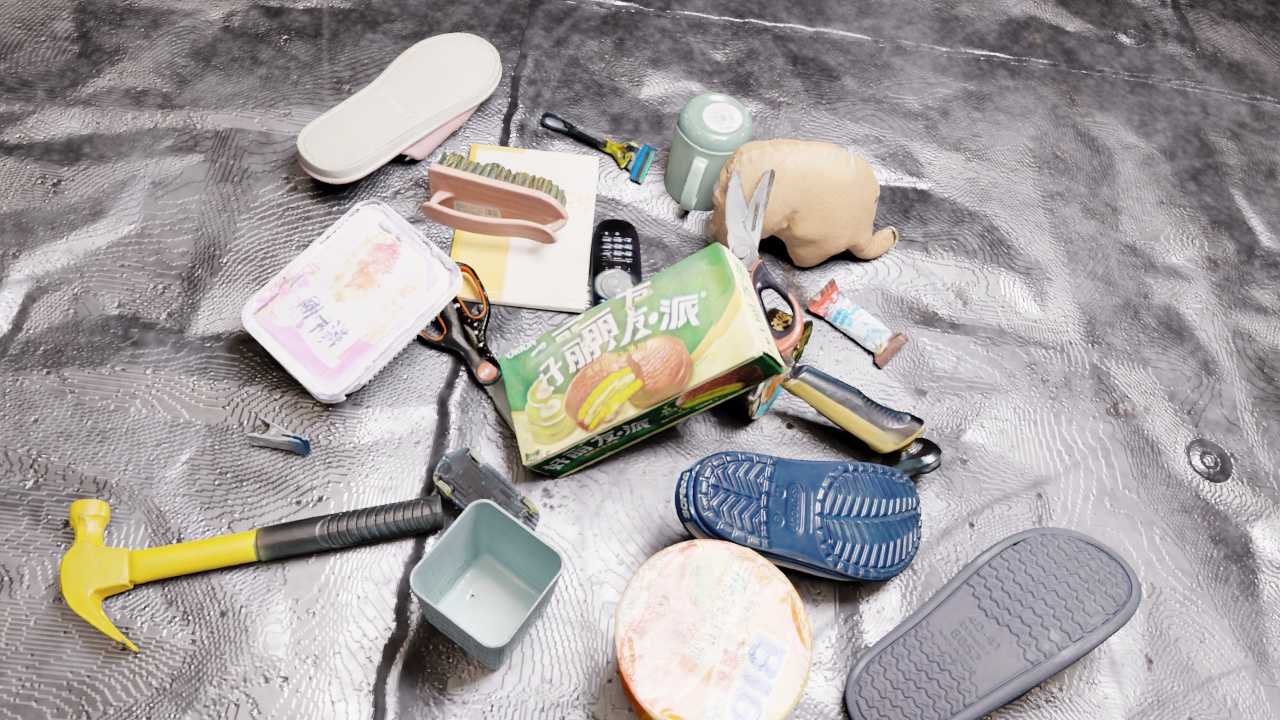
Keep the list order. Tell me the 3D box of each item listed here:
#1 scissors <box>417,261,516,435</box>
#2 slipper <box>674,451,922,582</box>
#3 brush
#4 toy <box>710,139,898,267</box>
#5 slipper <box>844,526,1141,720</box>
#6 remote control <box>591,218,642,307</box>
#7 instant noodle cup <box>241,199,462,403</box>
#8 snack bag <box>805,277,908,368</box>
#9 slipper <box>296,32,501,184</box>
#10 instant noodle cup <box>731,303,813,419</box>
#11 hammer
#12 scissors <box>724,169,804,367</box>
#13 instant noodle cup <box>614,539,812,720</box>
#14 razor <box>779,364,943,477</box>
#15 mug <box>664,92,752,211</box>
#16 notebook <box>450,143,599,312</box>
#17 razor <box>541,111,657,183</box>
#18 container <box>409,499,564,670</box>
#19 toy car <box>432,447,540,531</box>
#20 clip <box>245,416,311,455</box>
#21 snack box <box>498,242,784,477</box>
[{"bbox_3d":[-0.141,-0.007,0.883,0.235,0.022,0.125,37,73,13],"label":"scissors"},{"bbox_3d":[0.136,0.139,0.803,0.252,0.095,0.105,11,71,-27],"label":"slipper"},{"bbox_3d":[-0.146,-0.159,0.939,0.145,0.063,0.072,15,56,0],"label":"brush"},{"bbox_3d":[0.186,-0.160,0.958,0.226,0.144,0.082,11,47,-15],"label":"toy"},{"bbox_3d":[0.294,0.241,0.788,0.268,0.083,0.110,-32,57,-5],"label":"slipper"},{"bbox_3d":[-0.025,-0.087,0.950,0.053,0.024,0.136,4,61,-8],"label":"remote control"},{"bbox_3d":[-0.261,-0.049,0.858,0.138,0.060,0.173,40,77,14],"label":"instant noodle cup"},{"bbox_3d":[0.226,-0.040,0.960,0.104,0.026,0.048,42,75,16],"label":"snack bag"},{"bbox_3d":[-0.256,-0.272,1.004,0.114,0.055,0.273,34,59,11],"label":"slipper"},{"bbox_3d":[0.086,-0.020,0.886,0.120,0.111,0.111,31,60,18],"label":"instant noodle cup"},{"bbox_3d":[-0.317,0.154,0.764,0.300,0.033,0.128,-9,63,-13],"label":"hammer"},{"bbox_3d":[0.102,-0.081,0.848,0.197,0.015,0.214,-42,60,-3],"label":"scissors"},{"bbox_3d":[0.048,0.231,0.728,0.151,0.112,0.151,4,60,-6],"label":"instant noodle cup"},{"bbox_3d":[0.206,0.058,0.867,0.167,0.062,0.068,31,100,-7],"label":"razor"},{"bbox_3d":[0.069,-0.218,0.991,0.082,0.107,0.111,22,60,3],"label":"mug"},{"bbox_3d":[-0.122,-0.145,0.976,0.146,0.010,0.205,6,60,-3],"label":"notebook"},{"bbox_3d":[-0.050,-0.248,1.042,0.143,0.022,0.043,27,104,11],"label":"razor"},{"bbox_3d":[-0.120,0.184,0.730,0.090,0.112,0.090,34,61,12],"label":"container"},{"bbox_3d":[-0.137,0.122,0.810,0.105,0.031,0.048,40,62,13],"label":"toy car"},{"bbox_3d":[-0.322,0.071,0.817,0.057,0.024,0.028,18,56,6],"label":"clip"},{"bbox_3d":[-0.005,0.005,0.808,0.240,0.063,0.114,-26,62,19],"label":"snack box"}]
